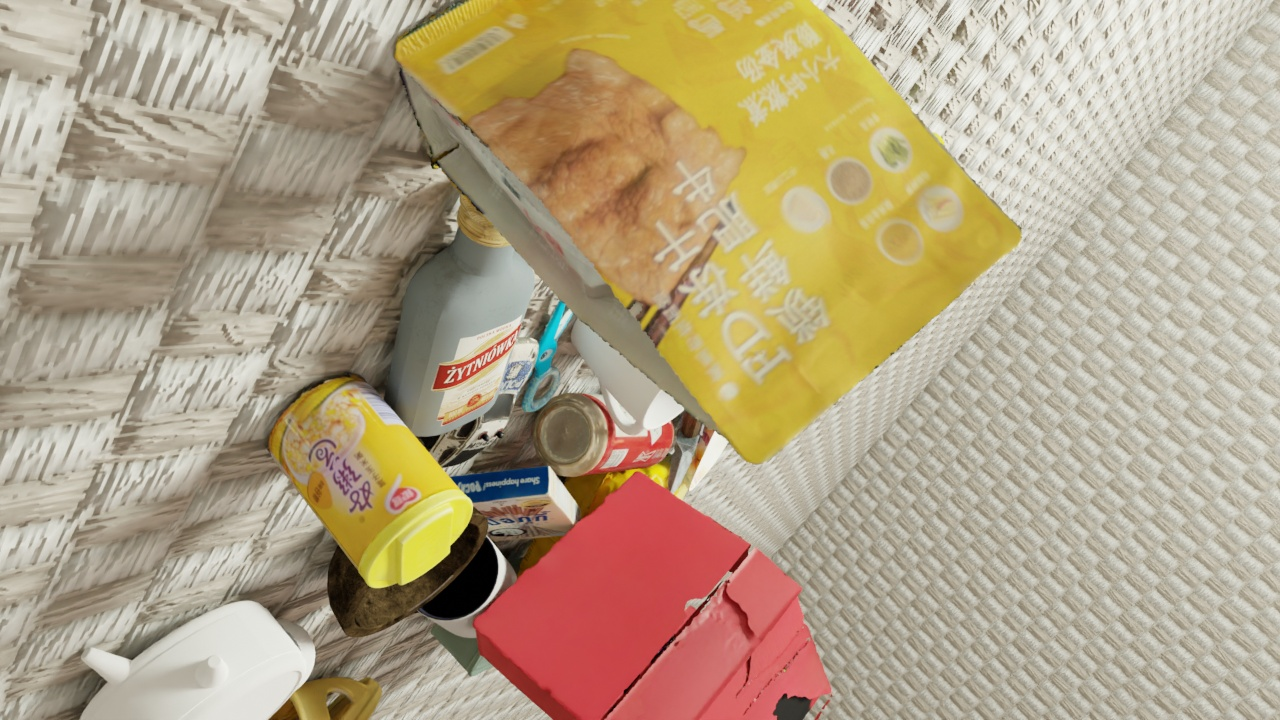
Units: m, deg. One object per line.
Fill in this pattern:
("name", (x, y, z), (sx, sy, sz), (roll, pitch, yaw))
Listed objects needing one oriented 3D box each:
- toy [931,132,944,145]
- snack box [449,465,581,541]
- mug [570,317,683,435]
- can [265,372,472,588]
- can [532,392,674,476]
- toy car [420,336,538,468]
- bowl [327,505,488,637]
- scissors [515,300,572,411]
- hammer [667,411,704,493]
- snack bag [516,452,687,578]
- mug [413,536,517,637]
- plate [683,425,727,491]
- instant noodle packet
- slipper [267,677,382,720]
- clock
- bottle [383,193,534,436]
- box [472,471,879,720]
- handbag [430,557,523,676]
("toy", (0.225, -0.154, 0.847), (0.123, 0.097, 0.132), (-29, 133, -47))
("snack box", (-0.100, 0.122, 0.762), (0.082, 0.026, 0.150), (-5, 158, 4))
("mug", (-0.004, 0.004, 0.690), (0.080, 0.087, 0.114), (-25, 152, -44))
("can", (-0.147, 0.065, 0.498), (0.067, 0.105, 0.068), (-39, 159, -18))
("can", (-0.027, 0.063, 0.794), (0.067, 0.067, 0.170), (-50, 160, 13))
("toy car", (-0.105, 0.031, 0.613), (0.113, 0.040, 0.048), (-54, 160, 20))
("bowl", (-0.174, 0.133, 0.652), (0.121, 0.056, 0.121), (-39, 159, -18))
("scissors", (-0.078, 0.000, 0.649), (0.090, 0.014, 0.141), (-25, 155, -40))
("hammer", (0.058, 0.000, 0.766), (0.318, 0.028, 0.146), (98, 10, -60))
("snack bag", (-0.032, 0.165, 0.955), (0.160, 0.068, 0.247), (-59, 160, 8))
("mug", (-0.166, 0.192, 0.775), (0.112, 0.078, 0.097), (-14, 156, -3))
("plate", (0.099, 0.044, 0.996), (0.187, 0.016, 0.186), (-67, 167, 18))
("instant noodle packet", (0.030, -0.080, 0.394), (0.162, 0.221, 0.084), (-37, 162, -19))
("slipper", (-0.294, 0.315, 0.734), (0.099, 0.078, 0.263), (-45, -179, 4))
("clock", (-0.284, 0.208, 0.583), (0.125, 0.073, 0.161), (-43, 167, -8))
("bottle", (-0.096, -0.028, 0.505), (0.072, 0.046, 0.162), (-27, 154, -41))
("box", (0.042, 0.254, 0.741), (0.210, 0.315, 0.124), (-40, 172, -35))
("handbag", (-0.142, 0.250, 0.931), (0.106, 0.067, 0.121), (-55, 161, 11))
